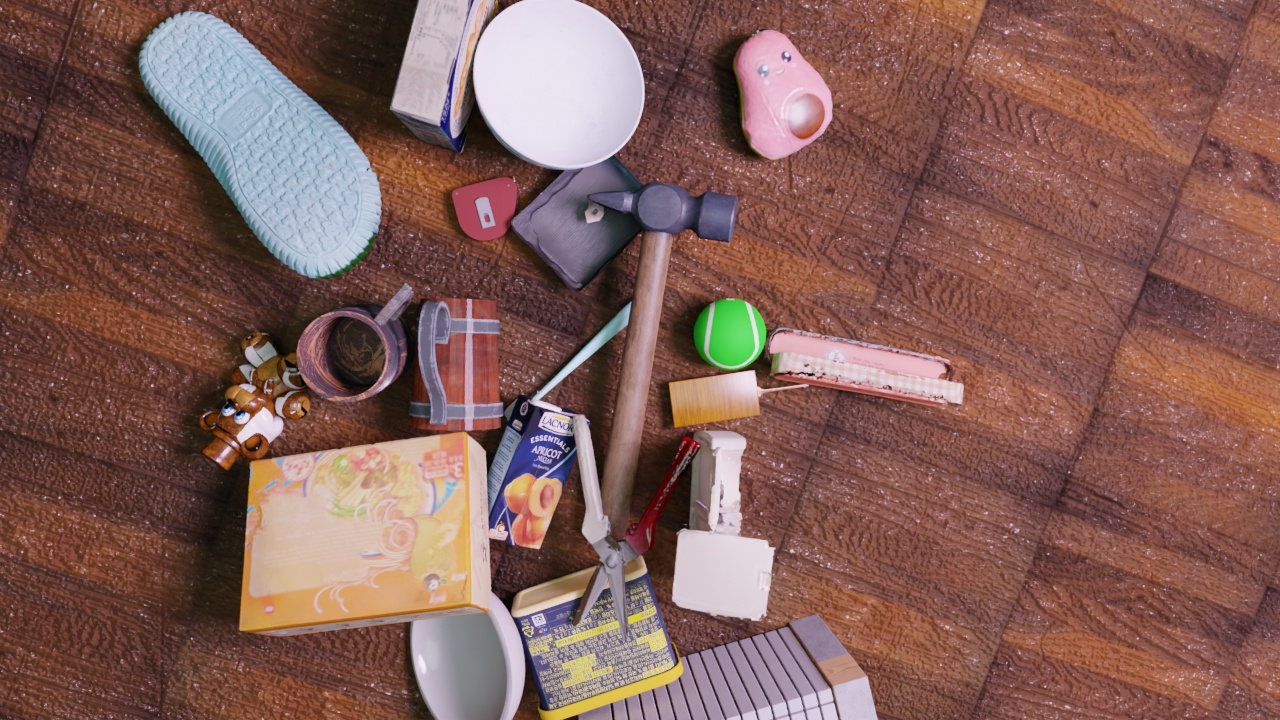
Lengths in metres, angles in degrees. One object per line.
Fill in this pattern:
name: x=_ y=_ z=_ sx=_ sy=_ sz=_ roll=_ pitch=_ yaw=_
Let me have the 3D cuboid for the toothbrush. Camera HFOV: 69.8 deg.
toothbrush: x=-0.055 y=-0.005 z=0.848 sx=0.180 sy=0.016 sz=0.016 roll=-41 pitch=126 yaw=-2

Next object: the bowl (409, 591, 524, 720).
bowl: x=-0.147 y=0.263 z=0.823 sx=0.043 sy=0.150 sz=0.149 roll=-4 pitch=98 yaw=-47

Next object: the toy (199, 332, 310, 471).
toy: x=-0.335 y=0.040 z=0.796 sx=0.087 sy=0.067 sz=0.112 roll=24 pitch=64 yaw=24

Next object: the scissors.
scissors: x=-0.020 y=0.131 z=0.792 sx=0.199 sy=0.015 sz=0.179 roll=-44 pitch=71 yaw=15

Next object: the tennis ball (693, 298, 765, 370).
tennis ball: x=0.081 y=-0.024 z=0.833 sx=0.065 sy=0.065 sz=0.065 roll=0 pitch=95 yaw=-5

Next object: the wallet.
wallet: x=-0.047 y=-0.130 z=0.830 sx=0.115 sy=0.026 sz=0.089 roll=-44 pitch=98 yaw=0

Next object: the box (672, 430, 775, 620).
box: x=0.056 y=0.134 z=0.786 sx=0.080 sy=0.180 sz=0.143 roll=2 pitch=88 yaw=-7

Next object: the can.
can: x=-0.042 y=0.251 z=0.845 sx=0.135 sy=0.075 sz=0.104 roll=-18 pitch=94 yaw=-3

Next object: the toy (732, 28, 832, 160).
toy: x=0.121 y=-0.240 z=0.822 sx=0.090 sy=0.051 sz=0.110 roll=-30 pitch=96 yaw=-3

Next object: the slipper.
slipper: x=-0.318 y=-0.184 z=0.783 sx=0.116 sy=0.069 sz=0.276 roll=-43 pitch=83 yaw=-1

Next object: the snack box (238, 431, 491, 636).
snack box: x=-0.229 y=0.150 z=0.784 sx=0.195 sy=0.081 sz=0.145 roll=-8 pitch=68 yaw=6

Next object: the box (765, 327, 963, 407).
box: x=0.211 y=0.007 z=0.855 sx=0.187 sy=0.057 sz=0.067 roll=9 pitch=63 yaw=-7

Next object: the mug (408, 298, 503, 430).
mug: x=-0.164 y=0.003 z=0.789 sx=0.081 sy=0.117 sz=0.111 roll=2 pitch=92 yaw=8

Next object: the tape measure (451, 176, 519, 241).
tape measure: x=-0.135 y=-0.135 z=0.825 sx=0.059 sy=0.019 sz=0.051 roll=-15 pitch=96 yaw=-4

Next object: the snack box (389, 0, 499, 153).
snack box: x=-0.155 y=-0.254 z=0.748 sx=0.042 sy=0.145 sz=0.144 roll=15 pitch=94 yaw=-5

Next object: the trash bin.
trash bin: x=0.080 y=0.355 z=0.830 sx=0.247 sy=0.142 sz=0.142 roll=-15 pitch=97 yaw=-4

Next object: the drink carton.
drink carton: x=-0.100 y=0.100 z=0.830 sx=0.064 sy=0.040 sz=0.130 roll=20 pitch=94 yaw=-36

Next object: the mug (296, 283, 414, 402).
mug: x=-0.230 y=-0.021 z=0.783 sx=0.080 sy=0.107 sz=0.116 roll=41 pitch=91 yaw=-8

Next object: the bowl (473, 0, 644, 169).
bowl: x=-0.077 y=-0.225 z=0.786 sx=0.143 sy=0.074 sz=0.144 roll=2 pitch=84 yaw=-19

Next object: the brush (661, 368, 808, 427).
brush: x=0.090 y=0.032 z=0.863 sx=0.126 sy=0.017 sz=0.048 roll=-8 pitch=96 yaw=-4

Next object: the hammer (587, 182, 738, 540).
hammer: x=-0.005 y=0.005 z=0.814 sx=0.129 sy=0.040 sz=0.322 roll=10 pitch=99 yaw=8
